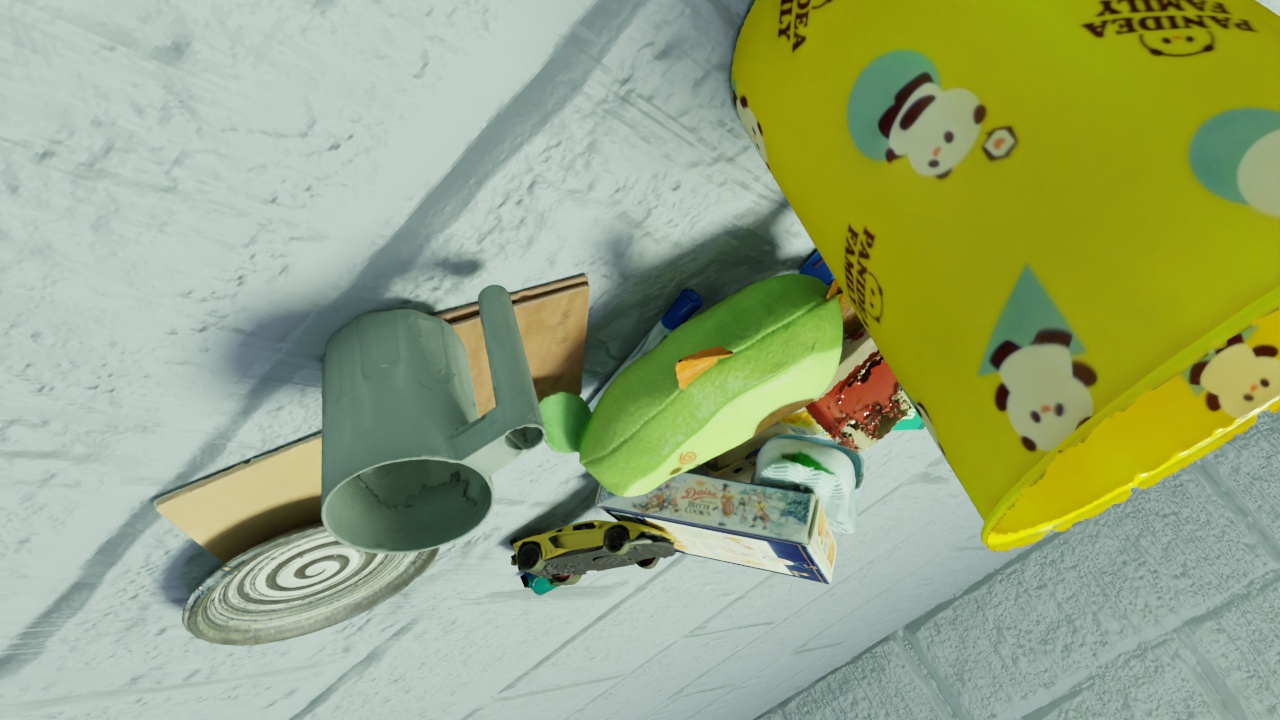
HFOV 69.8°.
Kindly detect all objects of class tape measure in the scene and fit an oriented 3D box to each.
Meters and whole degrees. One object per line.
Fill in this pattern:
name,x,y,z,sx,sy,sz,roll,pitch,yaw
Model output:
tape measure,-0.086,0.209,0.903,0.058,0.025,0.054,-29,153,-2

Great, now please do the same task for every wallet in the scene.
wallet,-0.081,0.000,0.571,0.101,0.020,0.115,-19,148,-21
wallet,0.103,0.092,0.879,0.087,0.024,0.115,-17,149,-3

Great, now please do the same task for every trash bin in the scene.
trash bin,0.182,-0.082,0.419,0.229,0.255,0.230,-22,151,-13

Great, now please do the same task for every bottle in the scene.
bottle,0.146,0.034,0.778,0.063,0.063,0.108,-37,146,14

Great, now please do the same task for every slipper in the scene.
slipper,0.149,0.100,0.818,0.104,0.074,0.245,12,164,14

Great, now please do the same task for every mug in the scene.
mug,-0.108,0.026,0.475,0.124,0.103,0.083,-32,139,15

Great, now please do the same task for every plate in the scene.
plate,-0.233,0.152,0.659,0.179,0.024,0.180,-23,153,-13

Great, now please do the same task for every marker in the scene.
marker,-0.004,0.004,0.648,0.016,0.017,0.146,1,140,-43

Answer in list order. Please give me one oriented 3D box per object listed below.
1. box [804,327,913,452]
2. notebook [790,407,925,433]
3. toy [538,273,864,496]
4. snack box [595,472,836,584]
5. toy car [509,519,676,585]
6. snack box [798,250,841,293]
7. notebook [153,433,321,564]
box,0.199,-0.006,0.680,0.168,0.076,0.091,-43,-176,-1
notebook,0.224,0.006,0.819,0.150,0.012,0.210,-1,145,-11
toy,0.059,0.007,0.597,0.247,0.090,0.227,-34,163,2
snack box,0.074,0.146,0.813,0.183,0.045,0.178,7,160,20
toy car,-0.041,0.166,0.808,0.156,0.041,0.071,-15,150,24
snack box,0.191,-0.102,0.640,0.084,0.026,0.157,4,138,-47
notebook,-0.217,0.109,0.637,0.147,0.008,0.208,-22,151,-12
